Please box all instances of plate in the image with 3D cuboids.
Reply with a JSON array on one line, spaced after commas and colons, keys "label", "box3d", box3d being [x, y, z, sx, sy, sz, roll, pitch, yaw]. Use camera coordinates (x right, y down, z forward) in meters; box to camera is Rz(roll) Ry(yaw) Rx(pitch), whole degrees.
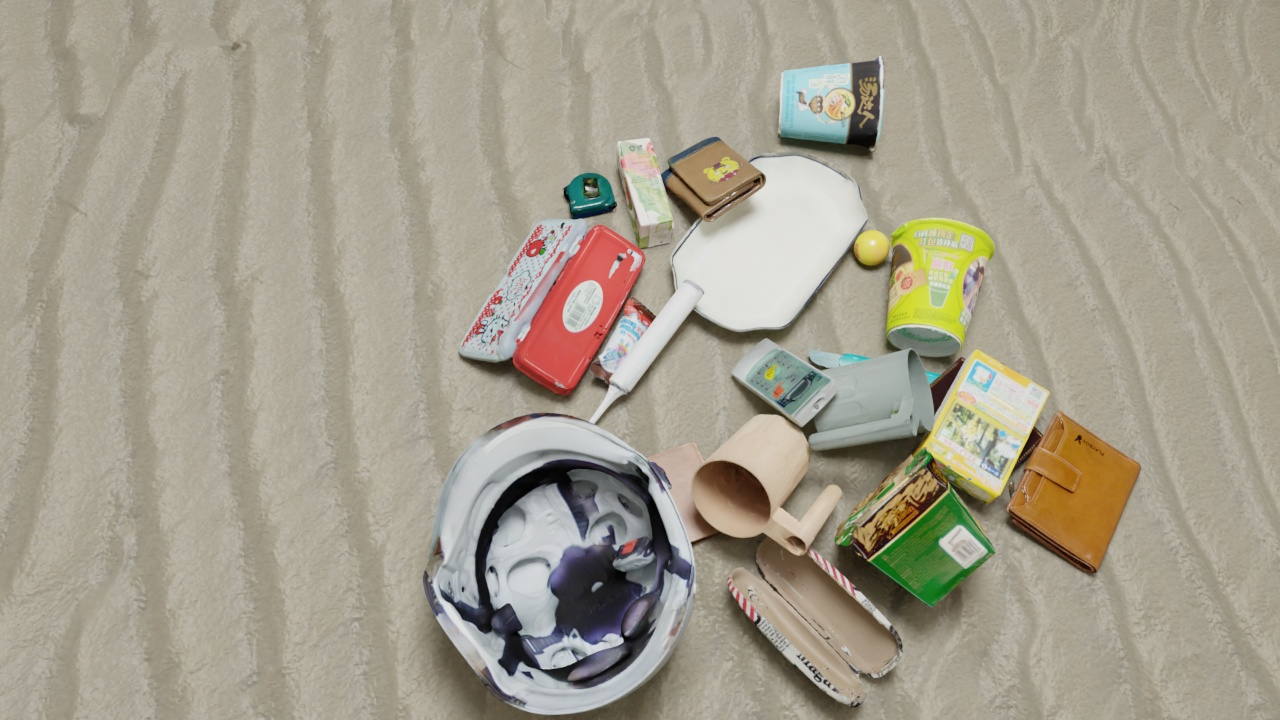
[{"label": "plate", "box3d": [0.148, -0.134, 1.057, 0.162, 0.034, 0.265, 32, 67, 15]}]

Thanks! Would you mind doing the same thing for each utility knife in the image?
[{"label": "utility knife", "box3d": [0.272, 0.013, 0.995, 0.185, 0.013, 0.029, 13, 66, 2]}]

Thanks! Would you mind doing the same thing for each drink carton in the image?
[{"label": "drink carton", "box3d": [0.006, -0.196, 1.074, 0.045, 0.054, 0.122, -12, 64, -8]}]

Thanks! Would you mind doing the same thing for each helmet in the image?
[{"label": "helmet", "box3d": [-0.061, 0.186, 0.823, 0.229, 0.146, 0.258, -33, 59, -6]}]

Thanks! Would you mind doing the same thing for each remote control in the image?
[{"label": "remote control", "box3d": [0.144, 0.019, 0.937, 0.056, 0.019, 0.135, -45, 30, -2]}]

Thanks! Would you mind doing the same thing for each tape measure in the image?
[{"label": "tape measure", "box3d": [-0.061, -0.197, 1.089, 0.058, 0.025, 0.054, -13, 65, -9]}]

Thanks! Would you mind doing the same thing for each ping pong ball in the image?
[{"label": "ping pong ball", "box3d": [0.265, -0.129, 1.053, 0.040, 0.040, 0.040, 1, 63, -1]}]

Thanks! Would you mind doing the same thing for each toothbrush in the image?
[{"label": "toothbrush", "box3d": [-0.006, 0.006, 0.968, 0.027, 0.026, 0.220, 30, 76, 29]}]

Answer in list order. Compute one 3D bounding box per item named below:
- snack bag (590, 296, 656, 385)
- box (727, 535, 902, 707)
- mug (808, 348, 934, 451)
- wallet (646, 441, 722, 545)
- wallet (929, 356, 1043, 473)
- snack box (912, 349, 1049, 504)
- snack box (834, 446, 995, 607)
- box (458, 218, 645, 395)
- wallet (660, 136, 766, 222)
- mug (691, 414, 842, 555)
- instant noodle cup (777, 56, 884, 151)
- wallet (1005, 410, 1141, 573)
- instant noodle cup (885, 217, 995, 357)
[{"label": "snack bag", "box3d": [-0.018, -0.018, 0.995, 0.045, 0.026, 0.105, 44, 61, -29]}, {"label": "box", "box3d": [0.156, 0.238, 0.843, 0.162, 0.076, 0.086, 44, 39, 16]}, {"label": "mug", "box3d": [0.224, 0.047, 0.905, 0.104, 0.084, 0.123, -14, 19, 29]}, {"label": "wallet", "box3d": [0.022, 0.143, 0.921, 0.115, 0.020, 0.101, -18, 65, -12]}, {"label": "wallet", "box3d": [0.351, 0.065, 0.962, 0.096, 0.020, 0.122, -36, 74, -21]}, {"label": "snack box", "box3d": [0.347, 0.066, 0.933, 0.087, 0.034, 0.140, 32, 63, 10]}, {"label": "snack box", "box3d": [0.262, 0.159, 0.855, 0.105, 0.117, 0.118, 45, 102, 10]}, {"label": "box", "box3d": [-0.096, -0.070, 1.005, 0.158, 0.069, 0.200, 21, 63, 13]}, {"label": "wallet", "box3d": [0.082, -0.212, 1.068, 0.090, 0.033, 0.115, -33, 44, -4]}, {"label": "mug", "box3d": [0.125, 0.119, 0.880, 0.125, 0.084, 0.103, 34, 38, 16]}, {"label": "instant noodle cup", "box3d": [0.229, -0.311, 1.116, 0.120, 0.111, 0.111, 2, 63, 8]}, {"label": "wallet", "box3d": [0.431, 0.128, 0.927, 0.119, 0.035, 0.130, 36, 68, 1]}, {"label": "instant noodle cup", "box3d": [0.317, -0.073, 0.995, 0.112, 0.112, 0.123, 14, 71, 6]}]
